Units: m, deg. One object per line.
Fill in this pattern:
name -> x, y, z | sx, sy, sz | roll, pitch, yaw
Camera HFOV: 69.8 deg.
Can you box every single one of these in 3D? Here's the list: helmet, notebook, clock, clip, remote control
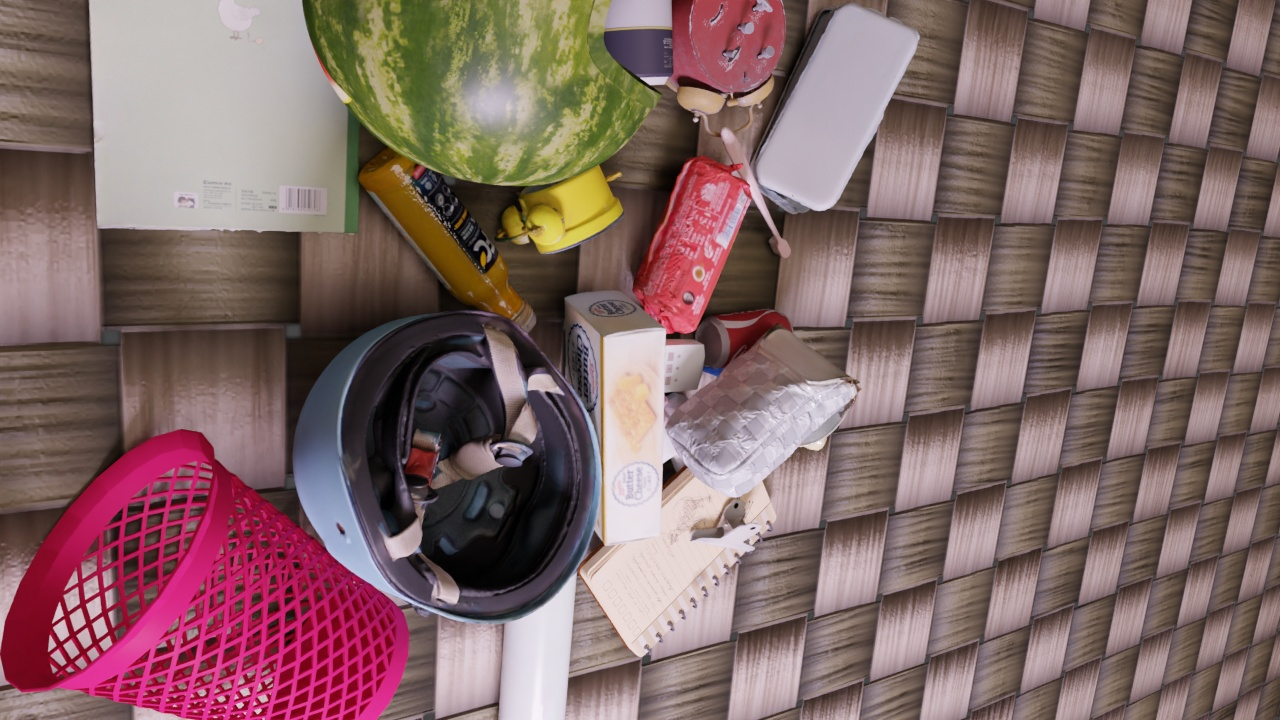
helmet -> -0.107, -0.245, 0.640 | 0.243, 0.213, 0.247 | -6, 116, -8
notebook -> -0.288, -0.218, 0.653 | 0.181, 0.010, 0.253 | -3, 105, -34
clock -> -0.070, -0.125, 0.783 | 0.118, 0.083, 0.057 | -35, 114, -25
helmet -> -0.151, 0.081, 0.726 | 0.265, 0.167, 0.225 | 47, 59, -34
notebook -> 0.050, 0.194, 0.970 | 0.225, 0.024, 0.167 | -41, 131, -19
clock -> 0.078, -0.286, 0.840 | 0.116, 0.081, 0.159 | -20, 113, -29
clip -> 0.099, 0.177, 0.974 | 0.101, 0.038, 0.054 | 20, 119, -44
remote control -> -0.005, 0.005, 0.891 | 0.143, 0.024, 0.050 | -3, 114, -22

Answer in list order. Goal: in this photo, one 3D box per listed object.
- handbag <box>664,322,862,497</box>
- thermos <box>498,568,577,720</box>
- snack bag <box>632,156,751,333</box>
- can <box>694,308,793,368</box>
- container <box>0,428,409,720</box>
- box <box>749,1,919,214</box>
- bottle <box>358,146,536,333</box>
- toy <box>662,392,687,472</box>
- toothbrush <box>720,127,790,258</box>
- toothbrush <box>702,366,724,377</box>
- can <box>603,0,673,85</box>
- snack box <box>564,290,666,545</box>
handbag -> 0.115, 0.060, 0.893 | 0.171, 0.112, 0.123 | -38, 141, -13
thermos -> -0.099, 0.268, 0.878 | 0.067, 0.068, 0.230 | -4, 104, -34
snack bag -> 0.046, -0.110, 0.869 | 0.082, 0.082, 0.176 | 23, 89, -36
can -> 0.108, -0.024, 0.949 | 0.096, 0.054, 0.054 | -9, 107, -32
container -> -0.292, 0.188, 0.670 | 0.183, 0.183, 0.226 | -52, 132, -12
box -> 0.198, -0.251, 0.918 | 0.107, 0.110, 0.216 | 24, 88, -33
bottle -> -0.151, -0.091, 0.753 | 0.053, 0.053, 0.186 | -46, 123, -16
toy -> 0.030, 0.070, 0.929 | 0.125, 0.037, 0.076 | 32, 84, -46
toothbrush -> 0.114, -0.165, 0.915 | 0.015, 0.018, 0.181 | -45, 136, -8
toothbrush -> 0.090, 0.013, 0.970 | 0.135, 0.017, 0.021 | 10, 98, -36
can -> -0.006, -0.303, 0.789 | 0.064, 0.064, 0.127 | -13, 109, -31
snack box -> -0.025, 0.051, 0.826 | 0.057, 0.104, 0.208 | -9, 116, -21
